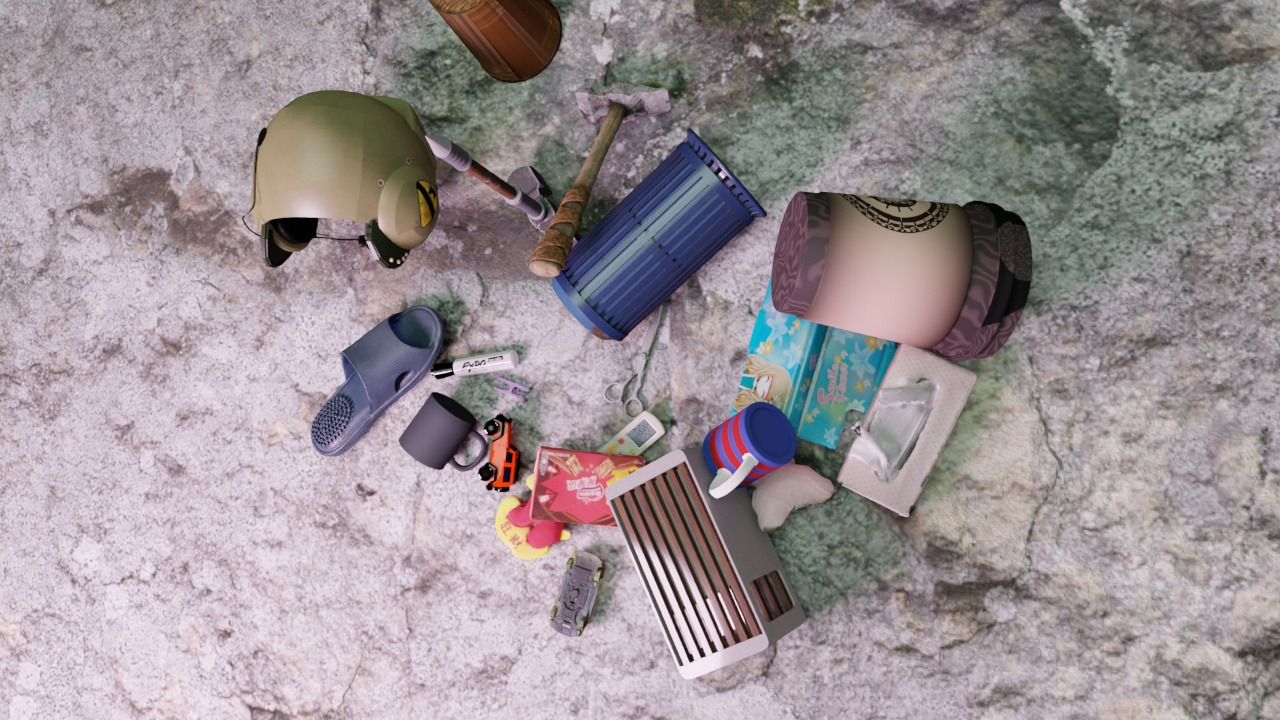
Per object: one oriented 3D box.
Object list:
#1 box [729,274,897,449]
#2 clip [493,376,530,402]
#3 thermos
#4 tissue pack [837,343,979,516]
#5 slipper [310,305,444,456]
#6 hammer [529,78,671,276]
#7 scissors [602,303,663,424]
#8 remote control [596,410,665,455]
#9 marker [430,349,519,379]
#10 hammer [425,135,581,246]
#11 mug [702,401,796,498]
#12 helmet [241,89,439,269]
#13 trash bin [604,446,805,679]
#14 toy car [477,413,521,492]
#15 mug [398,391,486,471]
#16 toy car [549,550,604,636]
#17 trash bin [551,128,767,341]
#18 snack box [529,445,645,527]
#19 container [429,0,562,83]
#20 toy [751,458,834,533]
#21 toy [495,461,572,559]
[{"bbox_3d":[0.208,-0.018,1.071,0.172,0.083,0.227,16,88,20],"label":"box"},{"bbox_3d":[-0.169,0.035,1.222,0.053,0.013,0.037,38,96,16],"label":"clip"},{"bbox_3d":[0.266,-0.097,0.973,0.226,0.173,0.172,9,85,-6],"label":"thermos"},{"bbox_3d":[0.293,0.075,1.029,0.104,0.071,0.181,27,95,8],"label":"tissue pack"},{"bbox_3d":[-0.379,0.021,1.249,0.264,0.082,0.101,-47,58,10],"label":"slipper"},{"bbox_3d":[-0.062,-0.231,1.132,0.122,0.049,0.317,9,59,19],"label":"hammer"},{"bbox_3d":[0.007,0.012,1.165,0.090,0.014,0.172,41,99,17],"label":"scissors"},{"bbox_3d":[-0.024,0.113,1.155,0.126,0.018,0.038,-41,96,8],"label":"remote control"},{"bbox_3d":[-0.225,0.007,1.236,0.126,0.025,0.025,-9,80,17],"label":"marker"},{"bbox_3d":[-0.168,-0.208,1.086,0.043,0.322,0.156,-35,74,11],"label":"hammer"},{"bbox_3d":[0.114,0.105,1.011,0.075,0.111,0.076,44,136,-7],"label":"mug"},{"bbox_3d":[-0.367,-0.228,1.180,0.250,0.255,0.233,2,87,17],"label":"helmet"},{"bbox_3d":[0.074,0.223,1.050,0.115,0.114,0.228,-31,74,26],"label":"trash bin"},{"bbox_3d":[-0.181,0.120,1.192,0.049,0.051,0.100,7,91,-1],"label":"toy car"},{"bbox_3d":[-0.255,0.103,1.217,0.105,0.071,0.077,36,95,-8],"label":"mug"},{"bbox_3d":[-0.077,0.291,1.147,0.048,0.033,0.105,16,84,21],"label":"toy car"},{"bbox_3d":[0.015,-0.144,1.118,0.250,0.139,0.139,-42,73,11],"label":"trash bin"},{"bbox_3d":[-0.065,0.156,1.127,0.133,0.021,0.089,7,93,-13],"label":"snack box"},{"bbox_3d":[-0.197,-0.463,1.210,0.132,0.167,0.132,-2,82,18],"label":"container"},{"bbox_3d":[0.165,0.145,1.075,0.099,0.053,0.096,-29,52,-7],"label":"toy"},{"bbox_3d":[-0.127,0.192,1.163,0.105,0.067,0.137,33,101,20],"label":"toy"}]
